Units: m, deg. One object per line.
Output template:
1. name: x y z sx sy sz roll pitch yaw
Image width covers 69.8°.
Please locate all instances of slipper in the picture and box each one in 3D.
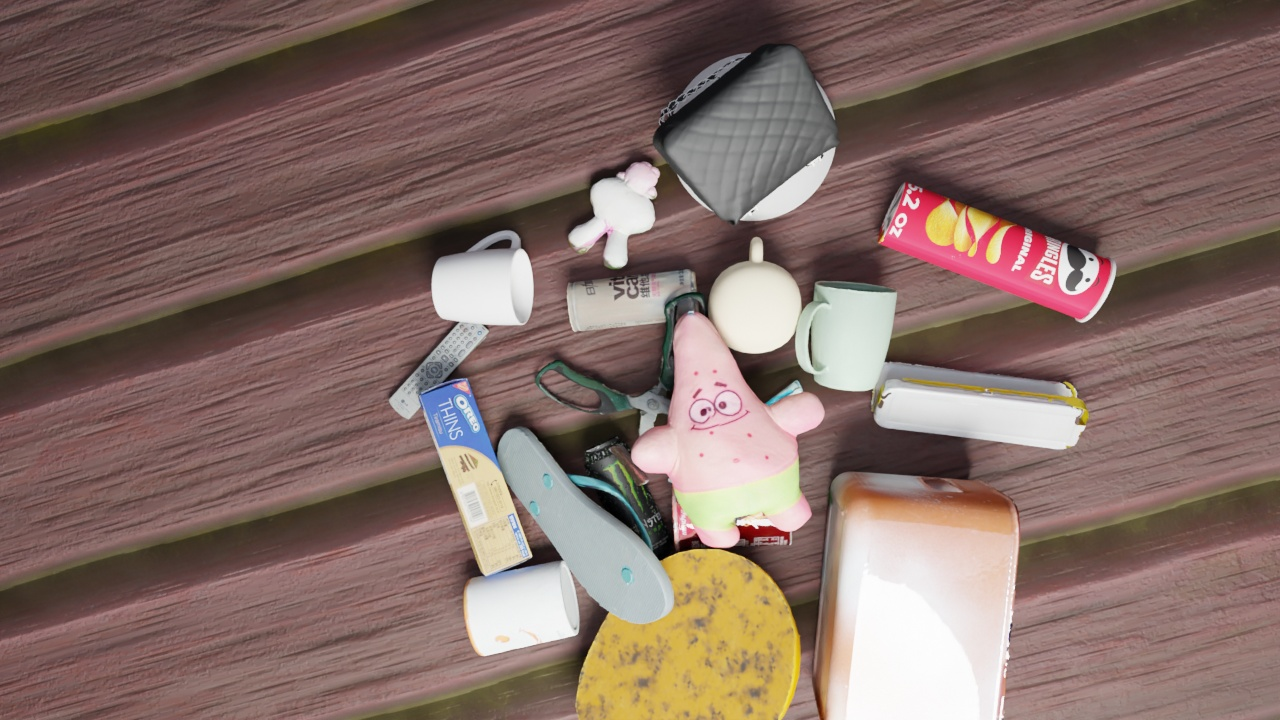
1. slipper: -0.055 0.170 0.955 0.269 0.054 0.098 40 123 29

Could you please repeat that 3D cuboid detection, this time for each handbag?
1. handbag: 0.101 -0.217 0.892 0.154 0.114 0.125 -39 111 1

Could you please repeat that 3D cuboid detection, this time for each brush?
1. brush: -0.002 0.106 0.934 0.008 0.143 0.045 -38 79 4

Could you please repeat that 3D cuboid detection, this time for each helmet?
1. helmet: 0.070 0.317 0.938 0.255 0.131 0.205 -50 56 10

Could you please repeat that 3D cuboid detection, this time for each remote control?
1. remote control: -0.223 0.007 1.015 0.033 0.013 0.136 43 95 2

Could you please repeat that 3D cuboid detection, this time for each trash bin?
1. trash bin: 0.259 0.243 0.899 0.157 0.181 0.260 6 93 6

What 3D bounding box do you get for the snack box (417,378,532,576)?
1. snack box: -0.178 0.123 0.986 0.057 0.056 0.206 -20 89 -17

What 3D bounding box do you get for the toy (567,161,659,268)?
1. toy: -0.022 -0.158 0.983 0.079 0.038 0.123 34 95 15

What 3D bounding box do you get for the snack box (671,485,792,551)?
1. snack box: 0.095 0.162 0.963 0.121 0.072 0.072 -3 91 5

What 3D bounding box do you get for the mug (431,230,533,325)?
1. mug: -0.166 -0.092 0.984 0.088 0.081 0.114 0 60 11

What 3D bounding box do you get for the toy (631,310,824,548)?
1. toy: 0.082 0.065 0.895 0.192 0.097 0.236 -17 89 -3

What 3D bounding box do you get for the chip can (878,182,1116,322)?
1. chip can: 0.359 -0.112 0.936 0.220 0.069 0.069 22 93 4

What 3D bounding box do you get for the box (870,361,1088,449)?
1. box: 0.348 0.049 0.953 0.210 0.070 0.067 6 112 5

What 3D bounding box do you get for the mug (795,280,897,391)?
1. mug: 0.203 -0.025 0.936 0.111 0.084 0.104 -3 104 -35

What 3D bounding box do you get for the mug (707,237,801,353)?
1. mug: 0.118 -0.067 0.941 0.096 0.099 0.120 2 91 5

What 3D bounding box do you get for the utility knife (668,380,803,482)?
1. utility knife: 0.101 0.079 0.988 0.176 0.015 0.022 -34 88 3

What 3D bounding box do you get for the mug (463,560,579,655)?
1. mug: -0.126 0.263 0.979 0.105 0.082 0.082 -13 90 4

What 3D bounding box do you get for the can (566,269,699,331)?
1. can: -0.007 -0.064 0.975 0.136 0.054 0.054 -5 91 5

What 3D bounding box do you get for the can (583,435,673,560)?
1. can: -0.013 0.151 0.981 0.054 0.054 0.137 -25 89 5

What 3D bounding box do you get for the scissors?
1. scissors: -0.006 0.006 0.969 0.202 0.015 0.204 21 113 6

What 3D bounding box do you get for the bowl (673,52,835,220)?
1. bowl: 0.117 -0.237 0.954 0.176 0.066 0.176 0 91 5
